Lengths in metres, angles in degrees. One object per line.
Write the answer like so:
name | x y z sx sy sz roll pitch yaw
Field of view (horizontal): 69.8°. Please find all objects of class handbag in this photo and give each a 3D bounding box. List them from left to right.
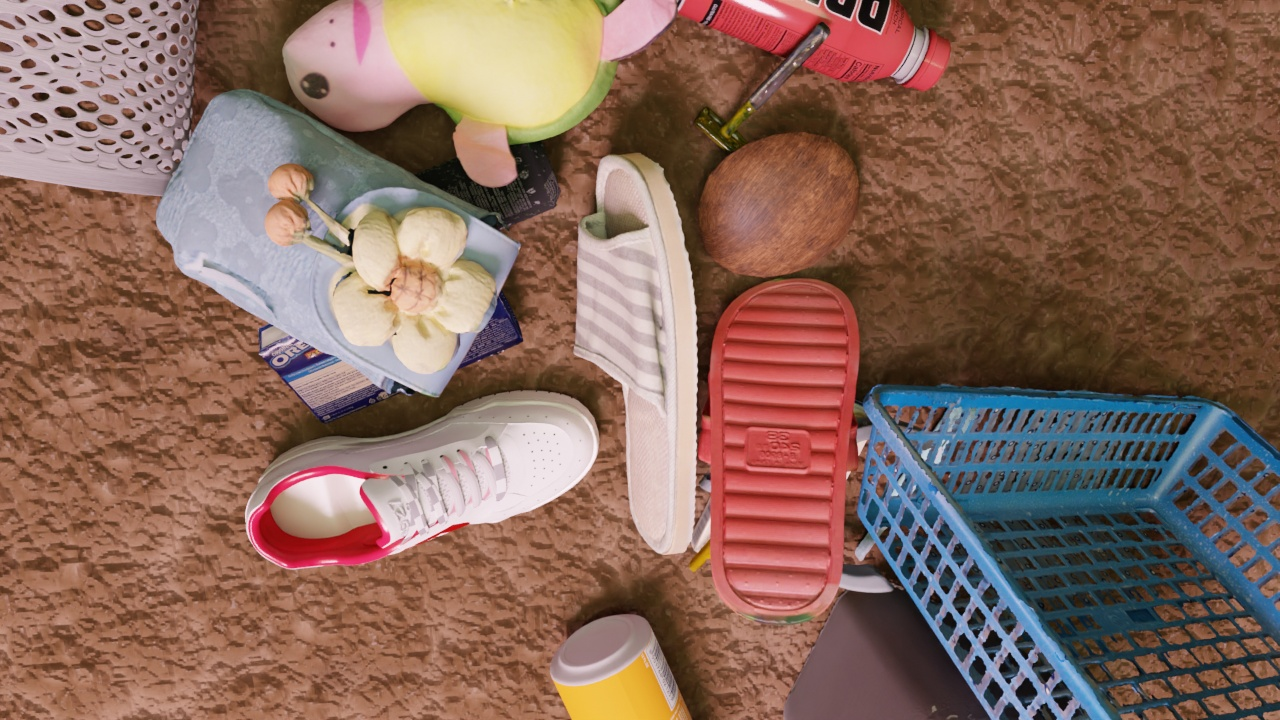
handbag | -0.168 -0.066 0.505 0.192 0.118 0.122 31 90 -4

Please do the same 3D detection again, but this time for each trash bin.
trash bin | -0.324 -0.195 0.499 0.156 0.156 0.183 9 99 -8
trash bin | 0.212 0.280 0.627 0.197 0.220 0.197 22 99 -10

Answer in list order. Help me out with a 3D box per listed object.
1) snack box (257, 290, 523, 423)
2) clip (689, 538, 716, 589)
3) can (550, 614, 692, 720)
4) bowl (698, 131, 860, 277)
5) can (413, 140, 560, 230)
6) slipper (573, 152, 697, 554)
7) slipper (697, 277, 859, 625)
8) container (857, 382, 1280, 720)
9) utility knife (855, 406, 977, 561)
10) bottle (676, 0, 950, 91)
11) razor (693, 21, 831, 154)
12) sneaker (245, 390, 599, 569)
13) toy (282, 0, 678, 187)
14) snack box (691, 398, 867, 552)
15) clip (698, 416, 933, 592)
snack box | -0.161 -0.017 0.600 0.150 0.027 0.082 -22 136 -1
clip | 0.064 0.140 0.647 0.054 0.046 0.048 -49 148 6
can | -0.005 0.264 0.673 0.079 0.079 0.142 -23 104 -1
bowl | 0.097 -0.098 0.613 0.114 0.026 0.102 -14 122 -4
can | -0.121 -0.100 0.591 0.137 0.054 0.054 -22 104 0
slipper | -0.004 0.004 0.604 0.054 0.114 0.273 -14 108 -24
slipper | 0.089 0.054 0.594 0.103 0.059 0.248 6 58 8
container | 0.316 0.134 0.562 0.361 0.257 0.089 3 128 -27
utility knife | 0.204 0.090 0.691 0.022 0.015 0.147 31 101 -13
bottle | 0.112 -0.220 0.584 0.176 0.062 0.062 19 100 -10
razor | 0.081 -0.173 0.583 0.042 0.026 0.106 39 134 -11
sneaker | -0.141 0.086 0.606 0.236 0.104 0.090 -10 103 -4
toy | -0.098 -0.196 0.554 0.238 0.087 0.190 -18 93 -1
snack box | 0.104 0.086 0.671 0.082 0.026 0.150 23 100 -9
clip | 0.130 0.120 0.652 0.172 0.030 0.164 -8 101 -2
